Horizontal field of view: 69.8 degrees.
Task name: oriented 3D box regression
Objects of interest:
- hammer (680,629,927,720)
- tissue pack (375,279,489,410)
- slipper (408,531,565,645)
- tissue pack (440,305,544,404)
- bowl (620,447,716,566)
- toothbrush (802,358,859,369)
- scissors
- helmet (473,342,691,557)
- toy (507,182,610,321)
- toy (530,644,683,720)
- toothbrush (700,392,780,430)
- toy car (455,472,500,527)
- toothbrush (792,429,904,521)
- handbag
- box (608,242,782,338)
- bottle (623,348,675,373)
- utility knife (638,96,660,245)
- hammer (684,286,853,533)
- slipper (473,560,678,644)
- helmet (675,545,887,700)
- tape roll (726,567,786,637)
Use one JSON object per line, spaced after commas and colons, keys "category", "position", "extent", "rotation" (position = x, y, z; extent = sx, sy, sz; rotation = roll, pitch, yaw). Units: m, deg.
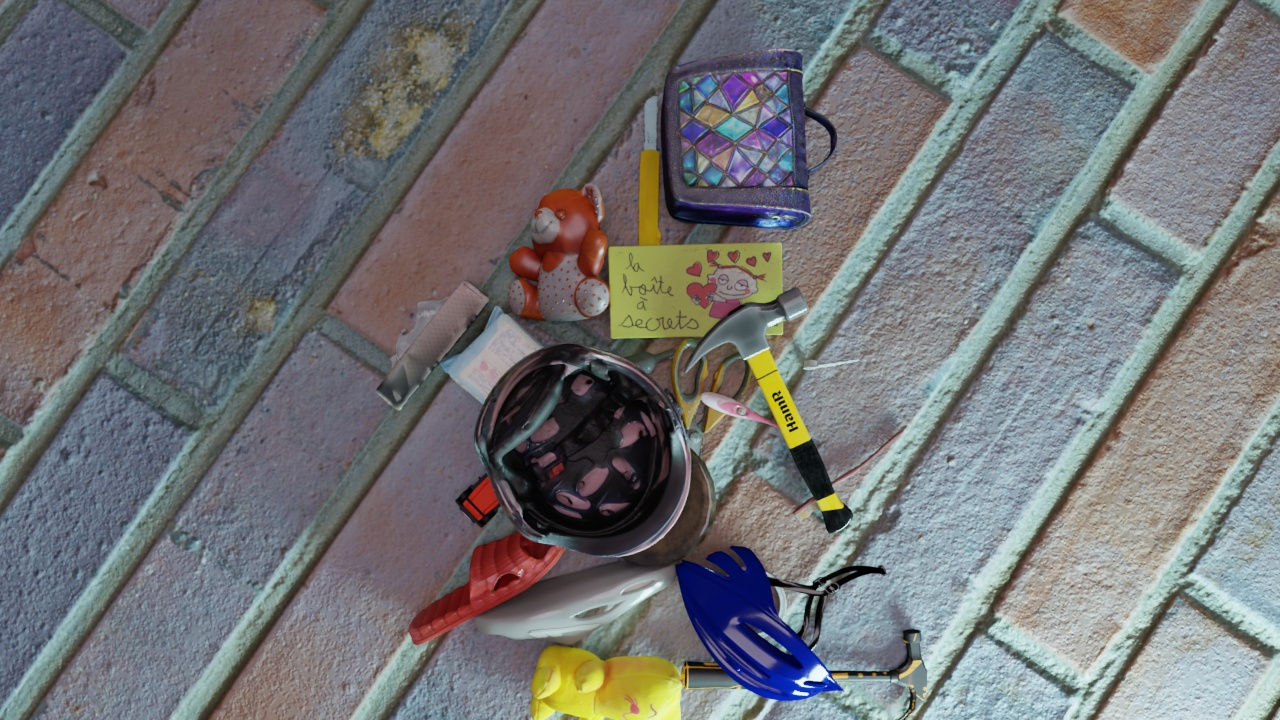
{"category": "hammer", "position": [0.212, 0.412, 1.188], "extent": [0.320, 0.036, 0.123], "rotation": [0, 88, -2]}
{"category": "tissue pack", "position": [-0.273, -0.029, 1.179], "extent": [0.071, 0.104, 0.181], "rotation": [37, 90, -14]}
{"category": "slipper", "position": [-0.197, 0.270, 1.161], "extent": [0.249, 0.103, 0.059], "rotation": [-33, 102, 1]}
{"category": "tissue pack", "position": [-0.156, 0.025, 1.188], "extent": [0.182, 0.070, 0.112], "rotation": [41, 88, 4]}
{"category": "bowl", "position": [0.020, 0.176, 1.163], "extent": [0.162, 0.070, 0.162], "rotation": [-2, 83, 17]}
{"category": "toothbrush", "position": [0.234, 0.001, 1.132], "extent": [0.010, 0.182, 0.010], "rotation": [13, 84, -8]}
{"category": "scissors", "position": [0.086, 0.086, 1.208], "extent": [0.134, 0.016, 0.228], "rotation": [5, 94, -10]}
{"category": "helmet", "position": [-0.059, 0.102, 1.077], "extent": [0.255, 0.152, 0.230], "rotation": [41, 94, 2]}
{"category": "toy", "position": [-0.100, -0.138, 1.174], "extent": [0.164, 0.092, 0.172], "rotation": [-2, 86, 41]}
{"category": "toy", "position": [-0.043, 0.414, 1.162], "extent": [0.194, 0.135, 0.087], "rotation": [3, 43, 5]}
{"category": "toothbrush", "position": [0.139, 0.069, 1.200], "extent": [0.135, 0.016, 0.021], "rotation": [22, 92, -8]}
{"category": "toy car", "position": [-0.188, 0.166, 1.191], "extent": [0.100, 0.049, 0.051], "rotation": [-45, 89, -2]}
{"category": "toothbrush", "position": [0.277, 0.150, 1.209], "extent": [0.184, 0.015, 0.015], "rotation": [-38, 91, -3]}
{"category": "handbag", "position": [0.139, -0.276, 1.174], "extent": [0.222, 0.125, 0.205], "rotation": [-2, 87, -1]}
{"category": "box", "position": [0.068, -0.090, 1.182], "extent": [0.221, 0.082, 0.124], "rotation": [1, 94, -1]}
{"category": "bottle", "position": [-0.007, 0.007, 1.207], "extent": [0.113, 0.030, 0.030], "rotation": [-18, 87, -1]}
{"category": "utility knife", "position": [0.014, -0.245, 1.225], "extent": [0.030, 0.019, 0.218], "rotation": [1, 92, -5]}
{"category": "hammer", "position": [0.184, 0.079, 1.158], "extent": [0.170, 0.034, 0.324], "rotation": [-26, 102, 8]}
{"category": "slipper", "position": [-0.074, 0.318, 1.164], "extent": [0.265, 0.113, 0.080], "rotation": [-16, 98, -6]}
{"category": "helmet", "position": [0.177, 0.291, 1.120], "extent": [0.227, 0.148, 0.241], "rotation": [-43, 79, -4]}
{"category": "tape roll", "position": [0.144, 0.318, 1.201], "extent": [0.093, 0.013, 0.093], "rotation": [0, 88, 0]}
